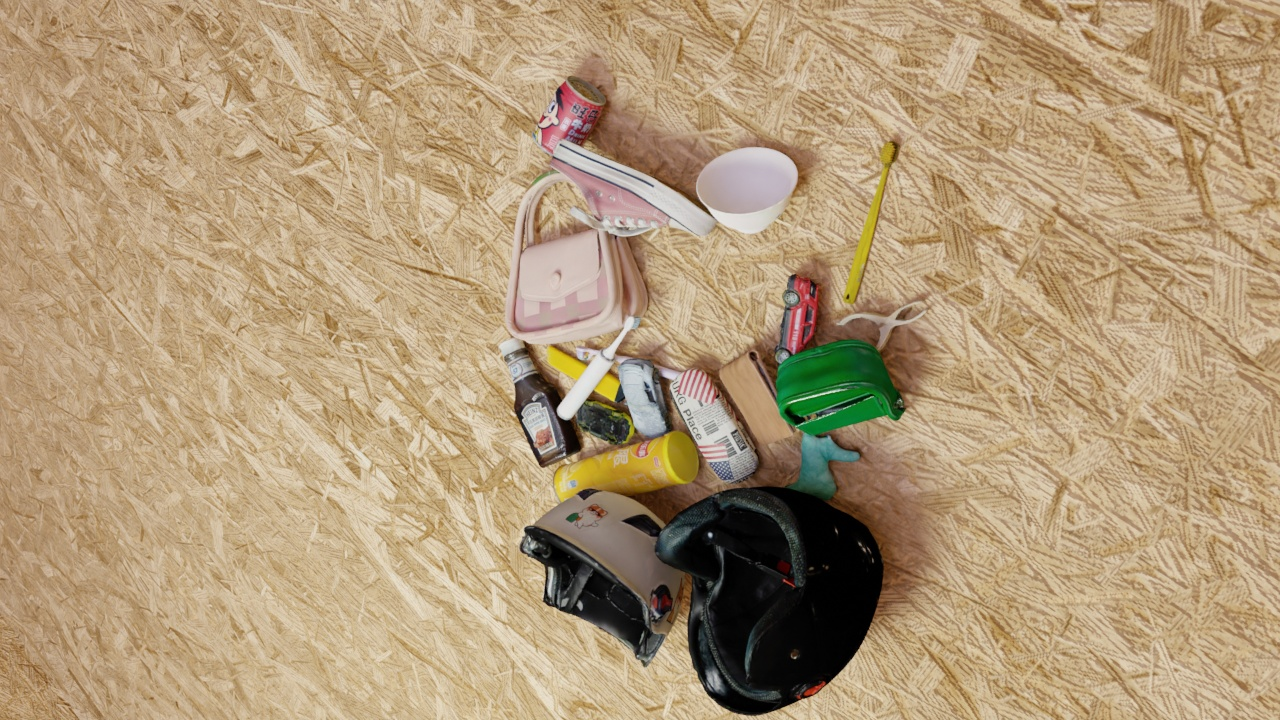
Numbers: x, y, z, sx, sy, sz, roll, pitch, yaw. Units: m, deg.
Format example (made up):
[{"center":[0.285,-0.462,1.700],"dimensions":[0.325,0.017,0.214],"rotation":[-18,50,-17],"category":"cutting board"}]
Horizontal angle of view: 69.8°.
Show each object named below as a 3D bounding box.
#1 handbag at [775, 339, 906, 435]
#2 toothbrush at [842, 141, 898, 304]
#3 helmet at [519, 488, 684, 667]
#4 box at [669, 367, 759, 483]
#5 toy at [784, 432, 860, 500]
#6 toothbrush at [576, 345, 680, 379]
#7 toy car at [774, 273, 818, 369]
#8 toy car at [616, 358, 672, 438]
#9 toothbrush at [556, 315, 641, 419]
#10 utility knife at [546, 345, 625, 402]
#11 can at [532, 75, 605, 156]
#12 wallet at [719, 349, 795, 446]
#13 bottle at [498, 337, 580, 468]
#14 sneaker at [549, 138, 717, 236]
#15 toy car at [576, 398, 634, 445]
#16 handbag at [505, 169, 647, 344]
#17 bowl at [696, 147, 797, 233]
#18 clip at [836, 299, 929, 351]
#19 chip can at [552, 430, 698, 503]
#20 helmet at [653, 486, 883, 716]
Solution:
[{"center":[0.228,0.038,1.064],"dimensions":[0.132,0.120,0.067],"rotation":[-17,51,31],"category":"handbag"},{"center":[0.261,-0.155,1.049],"dimensions":[0.016,0.016,0.190],"rotation":[23,112,29],"category":"toothbrush"},{"center":[-0.031,0.267,1.233],"dimensions":[0.230,0.156,0.274],"rotation":[21,143,32],"category":"helmet"},{"center":[0.097,0.084,1.200],"dimensions":[0.069,0.052,0.164],"rotation":[-31,87,43],"category":"box"},{"center":[0.223,0.130,1.132],"dimensions":[0.097,0.030,0.092],"rotation":[5,105,27],"category":"toy"},{"center":[-0.008,0.007,1.265],"dimensions":[0.189,0.029,0.021],"rotation":[14,70,30],"category":"toothbrush"},{"center":[0.187,-0.042,1.102],"dimensions":[0.045,0.052,0.120],"rotation":[10,103,6],"category":"toy car"},{"center":[0.005,0.053,1.246],"dimensions":[0.054,0.036,0.121],"rotation":[-2,116,35],"category":"toy car"},{"center":[-0.058,0.010,1.258],"dimensions":[0.222,0.026,0.026],"rotation":[-52,53,41],"category":"toothbrush"},{"center":[-0.078,0.018,1.317],"dimensions":[0.156,0.015,0.033],"rotation":[29,109,27],"category":"utility knife"},{"center":[-0.094,-0.322,1.221],"dimensions":[0.066,0.066,0.094],"rotation":[47,122,16],"category":"can"},{"center":[0.145,0.048,1.140],"dimensions":[0.115,0.020,0.101],"rotation":[62,161,4],"category":"wallet"},{"center":[-0.156,0.059,1.362],"dimensions":[0.080,0.043,0.195],"rotation":[-28,84,37],"category":"bottle"},{"center":[-0.018,-0.200,1.167],"dimensions":[0.241,0.118,0.088],"rotation":[28,103,17],"category":"sneaker"},{"center":[-0.050,0.086,1.304],"dimensions":[0.105,0.032,0.048],"rotation":[18,105,42],"category":"toy car"},{"center":[-0.101,-0.145,1.264],"dimensions":[0.194,0.093,0.234],"rotation":[-10,88,34],"category":"handbag"},{"center":[0.130,-0.192,1.093],"dimensions":[0.118,0.118,0.065],"rotation":[22,151,29],"category":"bowl"},{"center":[0.280,-0.029,1.056],"dimensions":[0.102,0.035,0.095],"rotation":[1,97,26],"category":"clip"},{"center":[-0.023,0.157,1.277],"dimensions":[0.214,0.071,0.072],"rotation":[-21,89,35],"category":"chip can"},{"center":[0.158,0.281,1.090],"dimensions":[0.233,0.229,0.275],"rotation":[50,133,51],"category":"helmet"}]
